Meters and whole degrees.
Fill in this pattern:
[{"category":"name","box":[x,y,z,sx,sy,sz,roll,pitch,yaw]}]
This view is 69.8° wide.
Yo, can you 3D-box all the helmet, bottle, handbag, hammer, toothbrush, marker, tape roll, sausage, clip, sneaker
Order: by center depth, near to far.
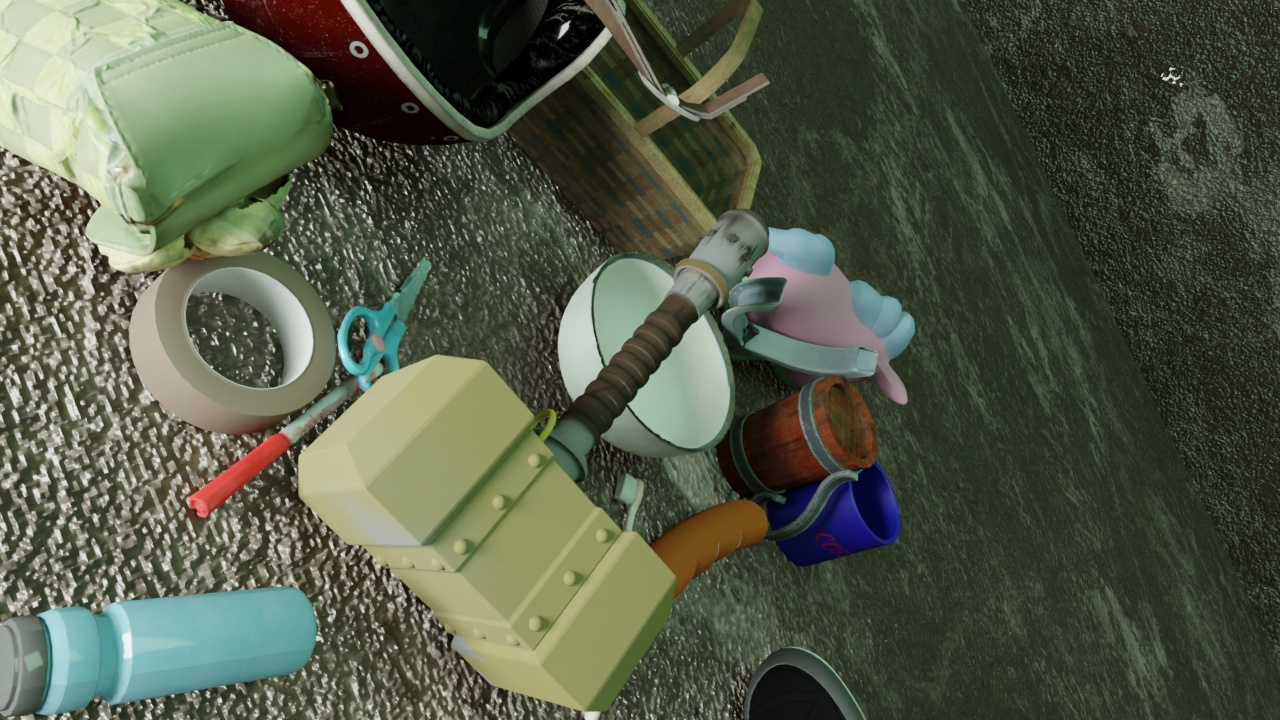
[{"category":"bottle","box":[-0.203,0.120,0.382,0.129,0.040,0.040,8,63,-49]},{"category":"handbag","box":[-0.237,-0.109,0.423,0.186,0.117,0.113,28,45,15]},{"category":"tape roll","box":[-0.205,-0.011,0.468,0.093,0.030,0.093,29,48,-38]},{"category":"marker","box":[-0.181,0.035,0.487,0.013,0.013,0.141,55,36,-12]},{"category":"helmet","box":[-0.112,-0.241,0.535,0.233,0.254,0.233,49,18,-52]},{"category":"hammer","box":[-0.013,0.015,0.544,0.190,0.101,0.323,51,57,-17]},{"category":"toothbrush","box":[-0.019,0.152,0.613,0.018,0.016,0.180,34,44,-25]},{"category":"sausage","box":[0.045,0.137,0.680,0.163,0.039,0.044,-16,81,-54]},{"category":"sneaker","box":[0.174,0.325,0.697,0.160,0.093,0.256,-8,74,-62]},{"category":"clip","box":[0.126,-0.014,0.746,0.164,0.169,0.031,23,74,-12]}]

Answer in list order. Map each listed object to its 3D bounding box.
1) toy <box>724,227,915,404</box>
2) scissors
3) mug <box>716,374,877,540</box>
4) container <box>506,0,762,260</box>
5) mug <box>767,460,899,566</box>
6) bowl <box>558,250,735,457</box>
[{"category":"toy","box":[0.160,-0.046,0.824,0.222,0.171,0.119,73,17,-52]},{"category":"scissors","box":[-0.146,-0.028,0.550,0.136,0.015,0.055,-75,146,-52]},{"category":"mug","box":[0.128,0.084,0.754,0.081,0.111,0.117,25,50,-40]},{"category":"container","box":[0.013,-0.213,0.729,0.250,0.187,0.157,46,40,-23]},{"category":"mug","box":[0.167,0.117,0.806,0.079,0.084,0.111,25,51,-41]},{"category":"bowl","box":[-0.004,0.004,0.673,0.153,0.073,0.153,30,47,-38]}]
